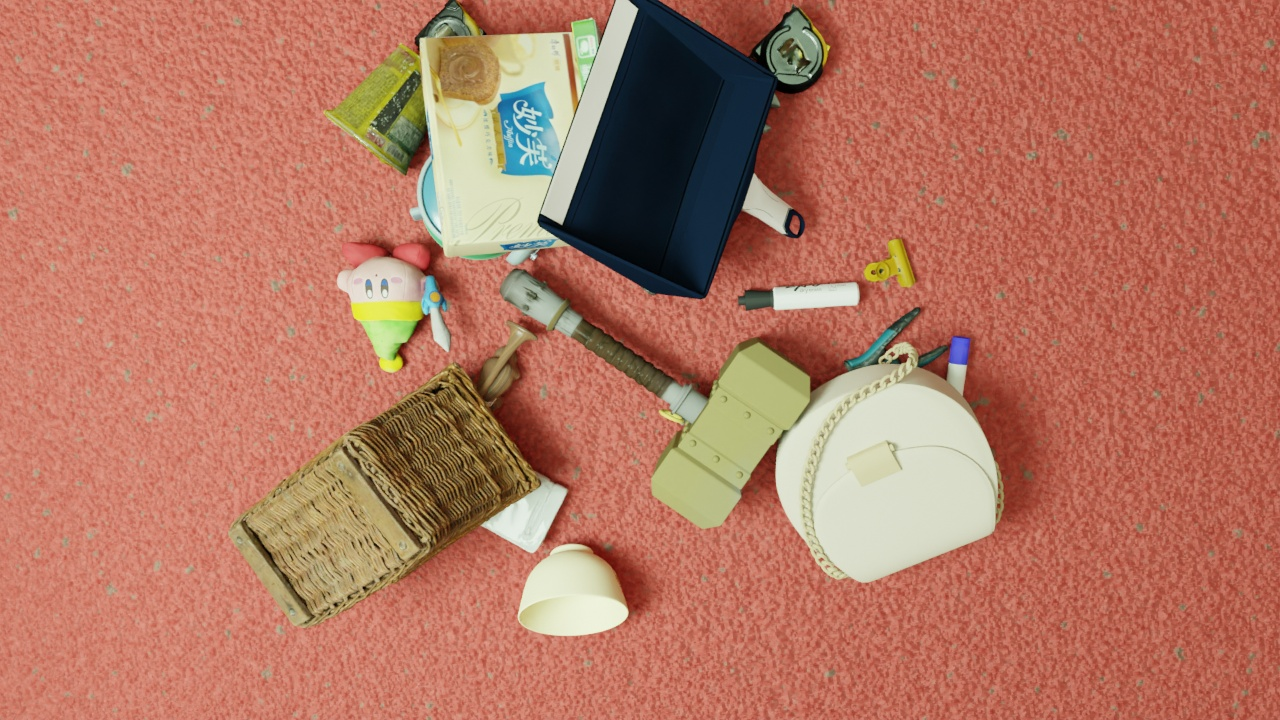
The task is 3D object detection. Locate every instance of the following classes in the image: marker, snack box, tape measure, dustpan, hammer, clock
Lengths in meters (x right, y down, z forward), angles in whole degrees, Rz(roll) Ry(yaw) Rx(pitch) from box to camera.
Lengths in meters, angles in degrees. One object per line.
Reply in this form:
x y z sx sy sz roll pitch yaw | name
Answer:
0.167 -0.067 0.974 0.126 0.025 0.025 -3 97 5 | marker
-0.130 -0.215 0.906 0.153 0.055 0.207 -7 87 -13 | snack box
0.155 -0.312 0.938 0.071 0.042 0.072 -44 94 5 | tape measure
0.058 -0.181 0.875 0.080 0.273 0.236 13 81 42 | dustpan
0.332 0.046 0.977 0.020 0.020 0.141 6 98 4 | marker
-0.037 -0.239 0.917 0.027 0.132 0.168 -7 96 5 | snack box
-0.197 -0.334 0.966 0.067 0.038 0.062 -40 92 8 | tape measure
-0.006 0.006 0.961 0.325 0.100 0.190 34 98 1 | hammer
-0.152 -0.163 0.966 0.161 0.075 0.122 17 87 -8 | clock

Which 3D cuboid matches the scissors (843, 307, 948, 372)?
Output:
0.259 0.003 0.978 0.149 0.019 0.122 2 98 6 | scissors

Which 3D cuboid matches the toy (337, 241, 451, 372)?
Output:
-0.263 -0.059 0.995 0.124 0.097 0.131 1 78 -1 | toy

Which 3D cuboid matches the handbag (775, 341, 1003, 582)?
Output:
0.251 0.111 0.950 0.211 0.103 0.208 -27 102 18 | handbag

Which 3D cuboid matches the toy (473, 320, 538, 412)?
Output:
-0.153 0.011 0.999 0.041 0.055 0.101 30 76 4 | toy

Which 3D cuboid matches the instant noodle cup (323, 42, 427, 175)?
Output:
-0.256 -0.265 0.957 0.102 0.102 0.108 38 90 0 | instant noodle cup

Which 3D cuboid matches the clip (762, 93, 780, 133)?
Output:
0.058 -0.266 0.958 0.163 0.028 0.108 25 98 2 | clip

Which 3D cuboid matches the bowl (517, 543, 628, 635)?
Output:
-0.074 0.244 1.003 0.118 0.118 0.074 -9 54 6 | bowl

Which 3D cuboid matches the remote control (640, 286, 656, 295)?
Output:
0.048 -0.127 0.983 0.033 0.013 0.136 44 97 -2 | remote control

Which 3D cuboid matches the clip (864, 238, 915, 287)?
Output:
0.260 -0.098 0.969 0.046 0.035 0.053 -21 97 -12 | clip

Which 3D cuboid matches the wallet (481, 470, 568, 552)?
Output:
-0.146 0.154 1.027 0.116 0.032 0.086 31 90 5 | wallet

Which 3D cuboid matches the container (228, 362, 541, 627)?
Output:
-0.268 0.148 0.929 0.251 0.182 0.162 -35 91 25 | container
